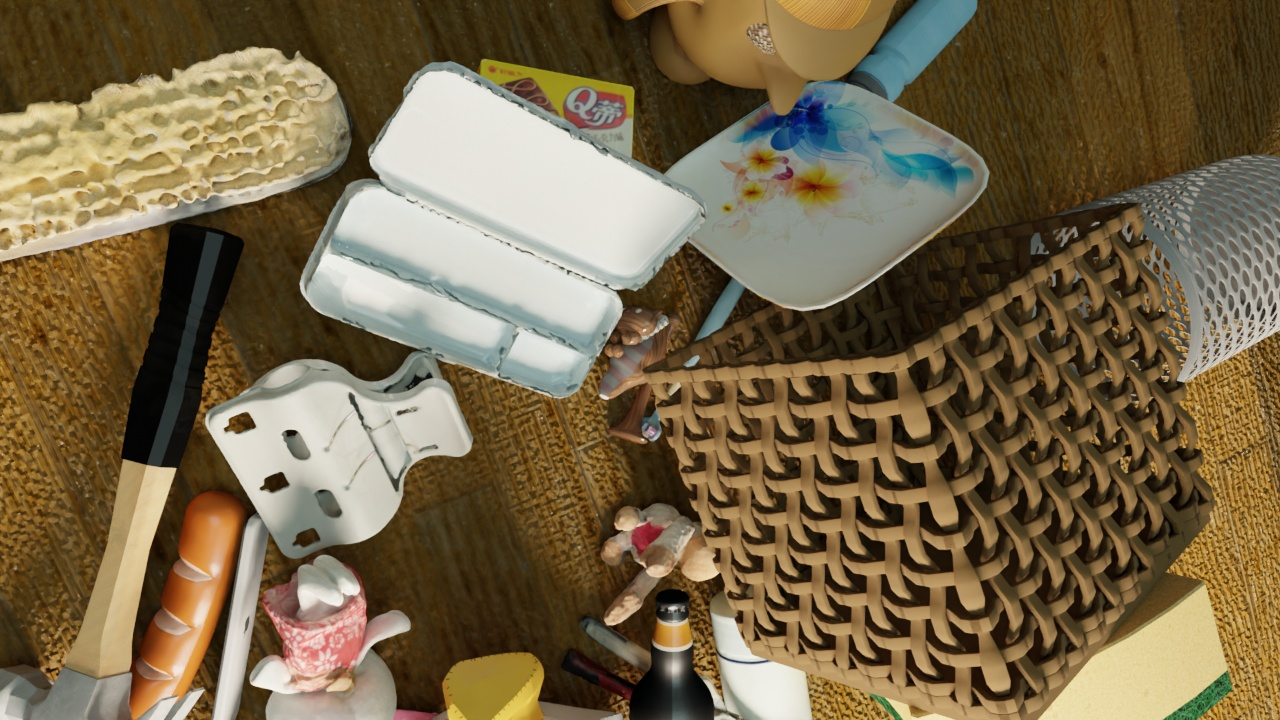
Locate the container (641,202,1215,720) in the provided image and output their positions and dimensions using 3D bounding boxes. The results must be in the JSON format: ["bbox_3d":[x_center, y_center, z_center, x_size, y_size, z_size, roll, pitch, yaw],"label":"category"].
[{"bbox_3d":[0.187,0.054,0.598,0.250,0.220,0.214,-27,103,-33],"label":"container"}]

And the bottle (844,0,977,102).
[{"bbox_3d":[0.203,-0.238,0.704,0.040,0.040,0.130,45,82,-15],"label":"bottle"}]

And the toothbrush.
[{"bbox_3d":[0.043,-0.009,0.690,0.022,0.016,0.155,30,86,21],"label":"toothbrush"}]

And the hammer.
[{"bbox_3d":[-0.305,0.078,0.563,0.131,0.039,0.328,10,85,17],"label":"hammer"}]

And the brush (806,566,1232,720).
[{"bbox_3d":[0.236,0.186,0.641,0.195,0.250,0.075,-22,101,-7],"label":"brush"}]

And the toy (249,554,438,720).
[{"bbox_3d":[-0.200,0.211,0.598,0.158,0.084,0.194,-9,114,-37],"label":"toy"}]

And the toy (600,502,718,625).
[{"bbox_3d":[0.022,0.146,0.676,0.105,0.074,0.085,-1,128,-37],"label":"toy"}]

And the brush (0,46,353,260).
[{"bbox_3d":[-0.312,-0.122,0.552,0.271,0.057,0.083,-18,98,-15],"label":"brush"}]

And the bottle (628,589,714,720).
[{"bbox_3d":[0.022,0.247,0.636,0.059,0.059,0.182,-3,102,-16],"label":"bottle"}]

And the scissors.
[{"bbox_3d":[0.030,0.257,0.675,0.146,0.015,0.188,-30,88,7],"label":"scissors"}]

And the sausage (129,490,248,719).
[{"bbox_3d":[-0.294,0.163,0.591,0.044,0.039,0.164,23,88,-51],"label":"sausage"}]

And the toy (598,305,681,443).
[{"bbox_3d":[-0.004,0.004,0.665,0.054,0.042,0.101,30,77,-39],"label":"toy"}]

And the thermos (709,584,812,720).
[{"bbox_3d":[0.102,0.290,0.708,0.067,0.068,0.230,-12,98,-15],"label":"thermos"}]

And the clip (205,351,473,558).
[{"bbox_3d":[-0.186,0.052,0.593,0.143,0.074,0.125,-27,125,-17],"label":"clip"}]

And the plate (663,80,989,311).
[{"bbox_3d":[0.120,-0.117,0.636,0.186,0.187,0.016,-35,142,-12],"label":"plate"}]

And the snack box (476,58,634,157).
[{"bbox_3d":[-0.061,-0.142,0.613,0.105,0.061,0.083,5,77,-17],"label":"snack box"}]

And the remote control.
[{"bbox_3d":[-0.261,0.171,0.599,0.008,0.045,0.146,10,92,-9],"label":"remote control"}]

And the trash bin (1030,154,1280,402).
[{"bbox_3d":[0.433,-0.072,0.731,0.183,0.156,0.156,-21,100,-17],"label":"trash bin"}]

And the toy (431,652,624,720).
[{"bbox_3d":[-0.104,0.310,0.607,0.246,0.141,0.268,-15,141,-44],"label":"toy"}]

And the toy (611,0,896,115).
[{"bbox_3d":[0.097,-0.241,0.587,0.198,0.203,0.162,-4,96,-16],"label":"toy"}]

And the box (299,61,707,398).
[{"bbox_3d":[-0.084,-0.073,0.583,0.209,0.061,0.193,20,116,-31],"label":"box"}]
